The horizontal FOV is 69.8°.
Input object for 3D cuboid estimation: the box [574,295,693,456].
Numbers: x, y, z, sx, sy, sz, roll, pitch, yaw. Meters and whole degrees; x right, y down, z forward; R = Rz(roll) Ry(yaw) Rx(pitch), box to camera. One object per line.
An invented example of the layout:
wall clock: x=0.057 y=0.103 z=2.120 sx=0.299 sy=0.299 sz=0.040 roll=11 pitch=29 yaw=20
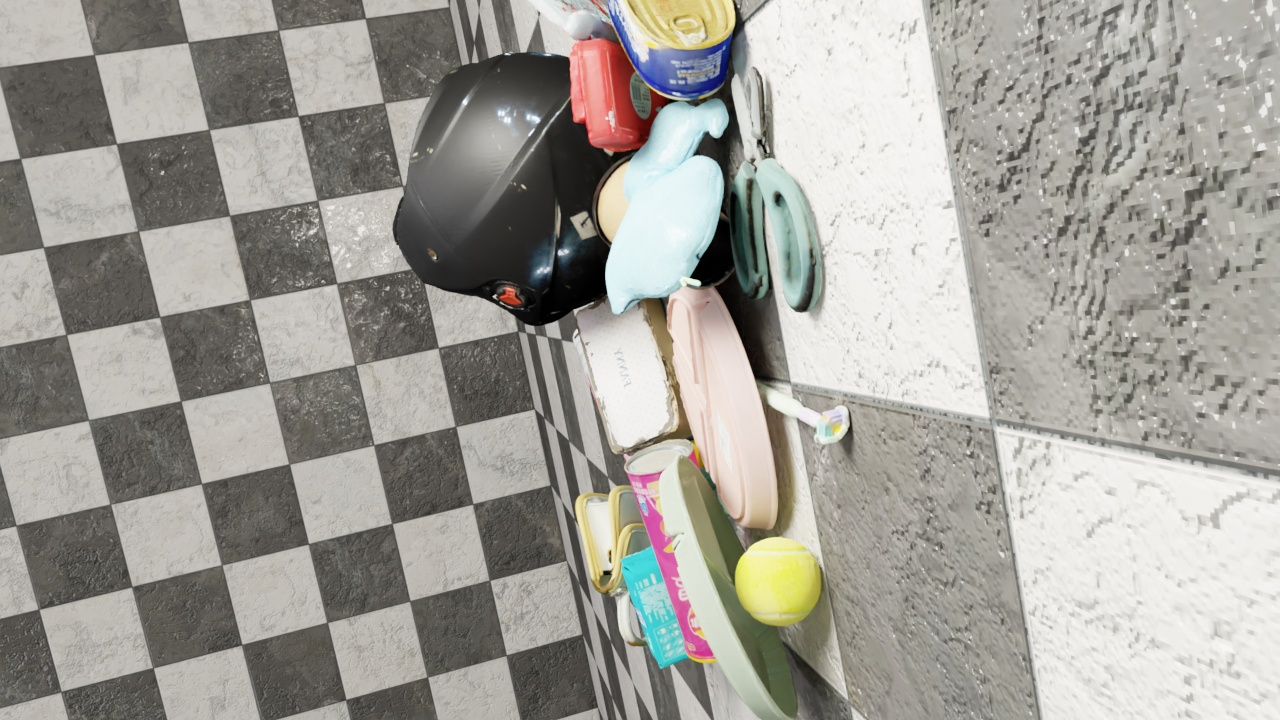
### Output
box: x=-0.006 y=0.006 z=0.958 sx=0.063 sy=0.090 sz=0.184 roll=24 pitch=-133 yaw=-58

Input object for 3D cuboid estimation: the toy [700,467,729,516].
toy: x=0.063 y=0.145 z=0.943 sx=0.096 sy=0.030 sz=0.092 roll=52 pitch=153 yaw=37

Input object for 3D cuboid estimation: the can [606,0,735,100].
can: x=0.018 y=-0.250 z=0.648 sx=0.049 sy=0.074 sz=0.148 roll=91 pitch=161 yaw=-57

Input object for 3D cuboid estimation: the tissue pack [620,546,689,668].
tissue pack: x=0.040 y=0.253 z=0.983 sx=0.050 sy=0.093 sz=0.133 roll=-156 pitch=47 yaw=-74

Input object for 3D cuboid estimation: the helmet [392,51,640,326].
helmet: x=-0.090 y=-0.164 z=0.888 sx=0.231 sy=0.232 sz=0.275 roll=-4 pitch=135 yaw=39

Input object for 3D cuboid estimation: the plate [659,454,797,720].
plate: x=0.070 y=0.186 z=0.754 sx=0.230 sy=0.027 sz=0.229 roll=61 pitch=-170 yaw=-19

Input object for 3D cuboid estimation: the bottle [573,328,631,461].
bottle: x=-0.030 y=0.042 z=1.200 sx=0.068 sy=0.068 sz=0.196 roll=106 pitch=147 yaw=-67

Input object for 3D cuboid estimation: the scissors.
scissors: x=0.080 y=-0.110 z=0.639 sx=0.172 sy=0.019 sz=0.176 roll=131 pitch=124 yaw=-76

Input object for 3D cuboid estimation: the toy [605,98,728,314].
toy: x=0.020 y=-0.110 z=0.660 sx=0.162 sy=0.049 sz=0.156 roll=-53 pitch=35 yaw=17

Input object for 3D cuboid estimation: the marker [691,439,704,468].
marker: x=0.063 y=0.128 z=0.976 sx=0.018 sy=0.015 sz=0.124 roll=-118 pitch=17 yaw=-46

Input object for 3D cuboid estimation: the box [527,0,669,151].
box: x=-0.029 y=-0.239 z=0.724 sx=0.160 sy=0.064 sz=0.200 roll=64 pitch=-161 yaw=-5

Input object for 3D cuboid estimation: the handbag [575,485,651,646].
handbag: x=0.004 y=0.236 z=1.059 sx=0.163 sy=0.063 sz=0.178 roll=20 pitch=-126 yaw=-56

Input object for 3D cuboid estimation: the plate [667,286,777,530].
plate: x=0.065 y=0.037 z=0.788 sx=0.229 sy=0.028 sz=0.229 roll=164 pitch=91 yaw=-83

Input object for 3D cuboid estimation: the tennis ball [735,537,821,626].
tennis ball: x=0.104 y=0.168 z=0.696 sx=0.065 sy=0.065 sz=0.065 roll=167 pitch=91 yaw=-78

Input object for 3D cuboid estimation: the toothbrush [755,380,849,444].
toothbrush: x=0.104 y=0.030 z=0.672 sx=0.020 sy=0.029 sz=0.189 roll=39 pitch=179 yaw=-14

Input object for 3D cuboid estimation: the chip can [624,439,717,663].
chip can: x=0.049 y=0.185 z=0.891 sx=0.071 sy=0.071 sz=0.210 roll=-141 pitch=32 yaw=-72

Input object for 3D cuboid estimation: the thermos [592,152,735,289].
thermos: x=0.022 y=-0.114 z=0.755 sx=0.143 sy=0.093 sz=0.093 roll=-133 pitch=32 yaw=-54
